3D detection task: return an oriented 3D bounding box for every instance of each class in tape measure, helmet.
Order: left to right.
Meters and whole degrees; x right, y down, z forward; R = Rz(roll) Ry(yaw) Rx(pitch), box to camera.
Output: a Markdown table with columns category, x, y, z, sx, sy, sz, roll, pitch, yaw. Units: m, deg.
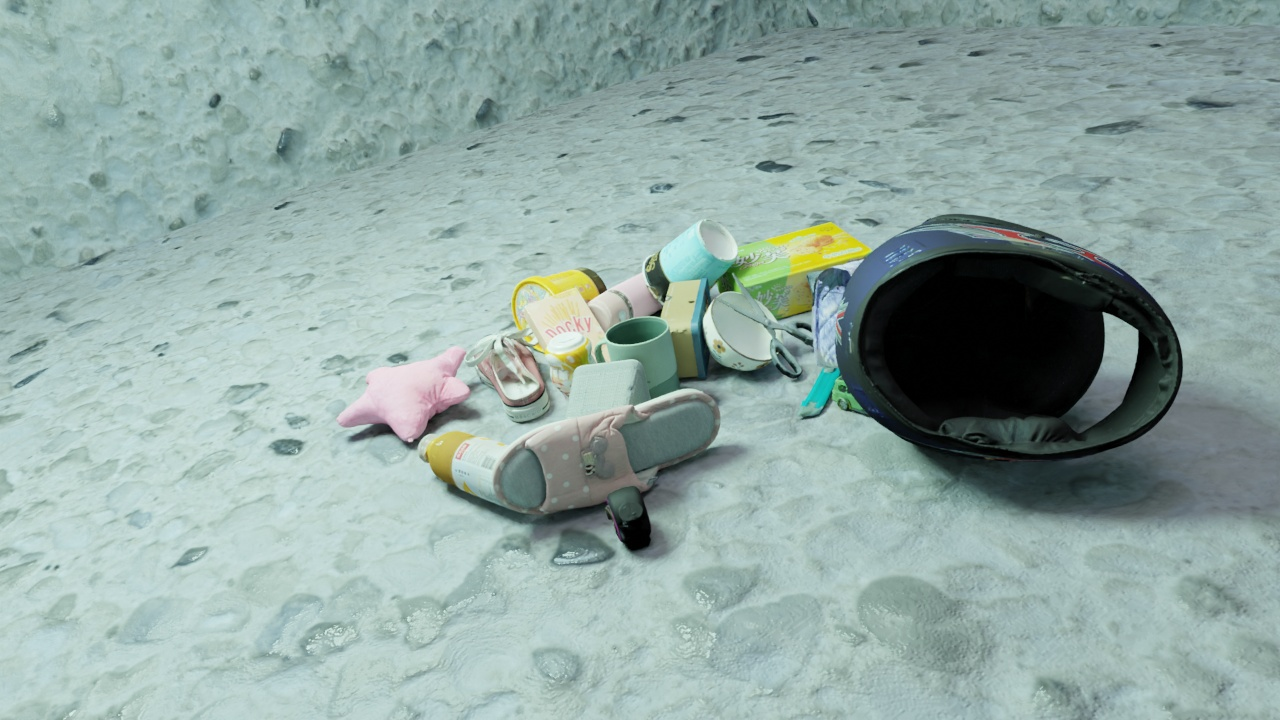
| category | x | y | z | sx | sy | sz | roll | pitch | yaw |
| --- | --- | --- | --- | --- | --- | --- | --- | --- | --- |
| tape measure | -0.014 | 0.161 | 0.951 | 0.039 | 0.057 | 0.057 | -17 | 36 | -7 |
| helmet | 0.365 | -0.021 | 0.950 | 0.316 | 0.247 | 0.240 | 11 | 11 | 19 |

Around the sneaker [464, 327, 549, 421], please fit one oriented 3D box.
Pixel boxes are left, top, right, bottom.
| category | x | y | z | sx | sy | sz | roll | pitch | yaw |
| --- | --- | --- | --- | --- | --- | --- | --- | --- | --- |
| sneaker | -0.191 | -0.001 | 1.308 | 0.118 | 0.088 | 0.241 | -19 | 28 | -12 |

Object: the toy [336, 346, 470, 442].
| category | x | y | z | sx | sy | sz | roll | pitch | yaw |
| --- | --- | --- | --- | --- | --- | --- | --- | --- | --- |
| toy | -0.330 | 0.055 | 1.282 | 0.194 | 0.075 | 0.178 | -16 | 37 | 1 |

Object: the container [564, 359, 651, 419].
| category | x | y | z | sx | sy | sz | roll | pitch | yaw |
| --- | --- | --- | --- | --- | --- | --- | --- | --- | --- |
| container | -0.039 | 0.069 | 1.110 | 0.090 | 0.090 | 0.114 | -7 | 31 | 12 |

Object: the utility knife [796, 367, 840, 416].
| category | x | y | z | sx | sy | sz | roll | pitch | yaw |
| --- | --- | --- | --- | --- | --- | --- | --- | --- | --- |
| utility knife | 0.244 | 0.010 | 1.173 | 0.029 | 0.013 | 0.215 | 9 | 35 | 25 |

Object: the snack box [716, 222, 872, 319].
| category | x | y | z | sx | sy | sz | roll | pitch | yaw |
| --- | --- | --- | --- | --- | --- | --- | --- | --- | --- |
| snack box | 0.233 | -0.136 | 1.406 | 0.210 | 0.070 | 0.157 | -15 | 27 | -6 |

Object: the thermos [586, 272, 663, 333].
| category | x | y | z | sx | sy | sz | roll | pitch | yaw |
| --- | --- | --- | --- | --- | --- | --- | --- | --- | --- |
| thermos | -0.009 | -0.082 | 1.406 | 0.067 | 0.087 | 0.198 | 8 | 26 | 33 |

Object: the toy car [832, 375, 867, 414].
| category | x | y | z | sx | sy | sz | roll | pitch | yaw |
| --- | --- | --- | --- | --- | --- | --- | --- | --- | --- |
| toy car | 0.270 | 0.042 | 1.086 | 0.043 | 0.036 | 0.091 | -30 | 35 | -33 |

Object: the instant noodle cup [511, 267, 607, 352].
| category | x | y | z | sx | sy | sz | roll | pitch | yaw |
| --- | --- | --- | --- | --- | --- | --- | --- | --- | --- |
| instant noodle cup | -0.119 | -0.085 | 1.419 | 0.119 | 0.118 | 0.114 | 12 | 28 | 39 |

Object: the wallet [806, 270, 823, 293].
| category | x | y | z | sx | sy | sz | roll | pitch | yaw |
| --- | --- | --- | --- | --- | --- | --- | --- | --- | --- |
| wallet | 0.294 | -0.084 | 1.287 | 0.097 | 0.019 | 0.120 | -12 | 55 | 4 |

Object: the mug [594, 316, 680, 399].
| category | x | y | z | sx | sy | sz | roll | pitch | yaw |
| --- | --- | --- | --- | --- | --- | --- | --- | --- | --- |
| mug | -0.007 | 0.007 | 1.192 | 0.112 | 0.106 | 0.082 | 4 | 32 | 29 |

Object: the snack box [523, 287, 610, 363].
| category | x | y | z | sx | sy | sz | roll | pitch | yaw |
| --- | --- | --- | --- | --- | --- | --- | --- | --- | --- |
| snack box | -0.093 | -0.026 | 1.289 | 0.084 | 0.026 | 0.157 | -23 | 65 | -20 |

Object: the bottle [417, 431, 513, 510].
| category | x | y | z | sx | sy | sz | roll | pitch | yaw |
| --- | --- | --- | --- | --- | --- | --- | --- | --- | --- |
| bottle | -0.193 | 0.124 | 1.088 | 0.190 | 0.068 | 0.067 | 12 | 36 | 40 |

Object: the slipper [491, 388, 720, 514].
| category | x | y | z | sx | sy | sz | roll | pitch | yaw |
| --- | --- | --- | --- | --- | --- | --- | --- | --- | --- |
| slipper | -0.029 | 0.104 | 1.016 | 0.274 | 0.114 | 0.054 | -16 | 25 | -19 |

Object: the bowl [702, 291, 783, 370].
| category | x | y | z | sx | sy | sz | roll | pitch | yaw |
| --- | --- | --- | --- | --- | --- | --- | --- | --- | --- |
| bowl | 0.128 | -0.030 | 1.233 | 0.113 | 0.113 | 0.062 | -44 | -4 | -46 |

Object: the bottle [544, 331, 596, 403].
| category | x | y | z | sx | sy | sz | roll | pitch | yaw |
| --- | --- | --- | --- | --- | --- | --- | --- | --- | --- |
| bottle | -0.085 | 0.019 | 1.199 | 0.063 | 0.108 | 0.063 | -11 | 26 | 5 |

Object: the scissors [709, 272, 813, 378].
| category | x | y | z | sx | sy | sz | roll | pitch | yaw |
| --- | --- | --- | --- | --- | --- | --- | --- | --- | --- |
| scissors | 0.175 | -0.049 | 1.224 | 0.159 | 0.014 | 0.181 | -1 | 55 | -32 |

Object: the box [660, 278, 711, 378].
| category | x | y | z | sx | sy | sz | roll | pitch | yaw |
| --- | --- | --- | --- | --- | --- | --- | --- | --- | --- |
| box | 0.065 | -0.044 | 1.282 | 0.060 | 0.090 | 0.183 | -6 | 30 | 10 |

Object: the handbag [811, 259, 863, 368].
| category | x | y | z | sx | sy | sz | roll | pitch | yaw |
| --- | --- | --- | --- | --- | --- | --- | --- | --- | --- |
| handbag | 0.294 | -0.063 | 1.136 | 0.076 | 0.134 | 0.193 | 12 | 21 | 43 |

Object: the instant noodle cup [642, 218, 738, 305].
| category | x | y | z | sx | sy | sz | roll | pitch | yaw |
| --- | --- | --- | --- | --- | --- | --- | --- | --- | --- |
| instant noodle cup | 0.081 | -0.147 | 1.379 | 0.121 | 0.111 | 0.111 | -41 | 4 | 41 |
